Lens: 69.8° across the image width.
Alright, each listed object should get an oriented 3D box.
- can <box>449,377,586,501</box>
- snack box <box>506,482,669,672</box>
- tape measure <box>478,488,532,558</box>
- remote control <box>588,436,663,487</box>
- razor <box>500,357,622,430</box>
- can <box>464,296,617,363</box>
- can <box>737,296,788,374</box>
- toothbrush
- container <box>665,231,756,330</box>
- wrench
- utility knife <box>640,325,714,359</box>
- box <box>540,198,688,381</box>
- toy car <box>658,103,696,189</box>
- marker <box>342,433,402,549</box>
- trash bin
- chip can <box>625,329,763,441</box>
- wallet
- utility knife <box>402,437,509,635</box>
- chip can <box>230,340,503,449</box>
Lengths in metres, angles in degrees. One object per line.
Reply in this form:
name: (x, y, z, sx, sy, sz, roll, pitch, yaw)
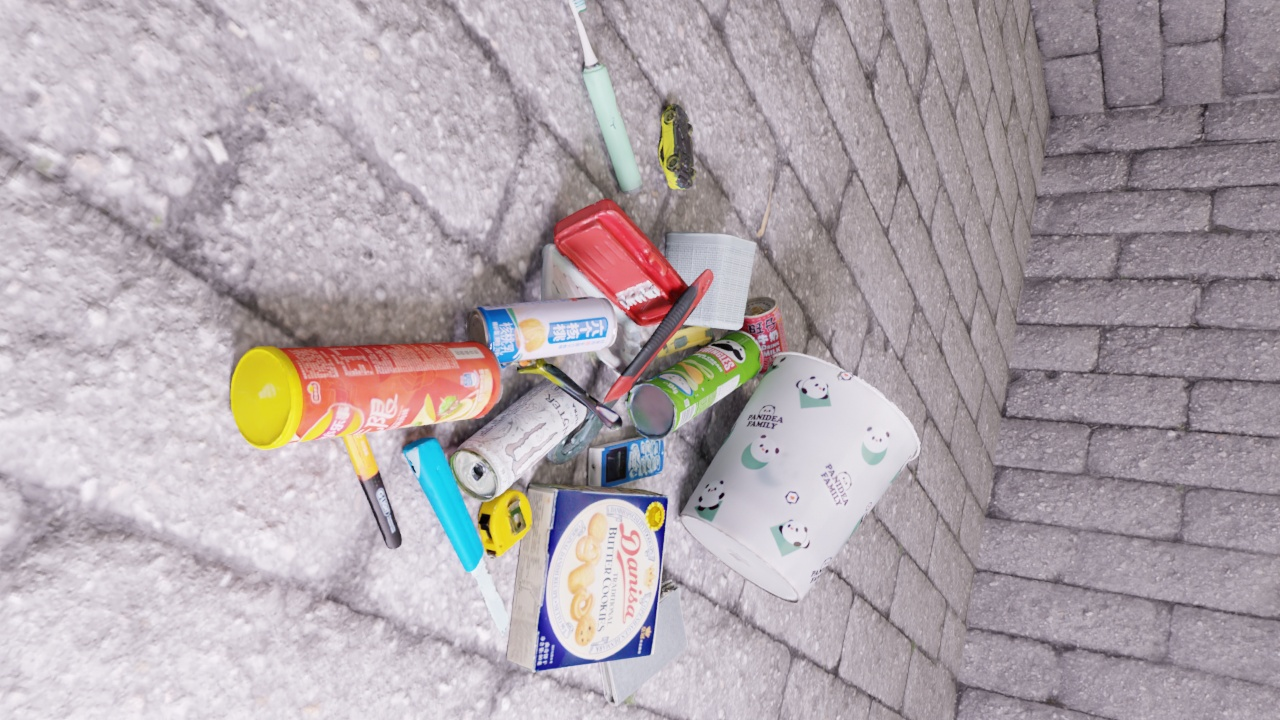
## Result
can: (-0.113, 0.071, 0.872, 0.146, 0.058, 0.058, -41, 127, -48)
snack box: (-0.050, 0.226, 0.975, 0.182, 0.046, 0.178, 11, 84, -46)
tape measure: (-0.128, 0.153, 0.885, 0.059, 0.029, 0.057, -37, 122, -50)
remote control: (-0.016, 0.116, 1.059, 0.124, 0.024, 0.049, -6, 98, -54)
razor: (-0.074, 0.023, 0.879, 0.142, 0.022, 0.042, 35, 48, -6)
can: (-0.091, -0.029, 0.852, 0.134, 0.053, 0.053, -8, 101, -30)
can: (0.170, -0.036, 1.292, 0.066, 0.067, 0.094, -46, 130, -45)
toothbrush: (-0.040, -0.281, 0.978, 0.026, 0.027, 0.225, -109, 179, -58)
container: (0.083, -0.097, 1.133, 0.089, 0.090, 0.111, 2, 95, -57)
wrench: (-0.006, 0.006, 0.986, 0.273, 0.016, 0.056, -50, 155, -14)
utility knife: (0.042, -0.021, 1.150, 0.201, 0.021, 0.031, -17, 102, -51)
box: (-0.021, -0.064, 0.965, 0.201, 0.110, 0.100, 42, 31, -52)
toy car: (0.042, -0.257, 1.103, 0.048, 0.032, 0.105, 18, 67, -56)
marker: (-0.218, 0.104, 0.753, 0.018, 0.015, 0.124, -39, 127, -44)
trash bin: (0.195, 0.155, 1.185, 0.251, 0.230, 0.229, -52, 137, -17)
chip can: (0.073, 0.027, 1.144, 0.235, 0.072, 0.072, -29, 117, -53)
wallet: (0.000, 0.331, 1.093, 0.129, 0.037, 0.106, -25, 113, -41)
utility knife: (-0.161, 0.167, 0.844, 0.034, 0.018, 0.234, -49, 131, -45)
chip can: (-0.203, 0.020, 0.716, 0.216, 0.073, 0.073, -6, 99, -57)
